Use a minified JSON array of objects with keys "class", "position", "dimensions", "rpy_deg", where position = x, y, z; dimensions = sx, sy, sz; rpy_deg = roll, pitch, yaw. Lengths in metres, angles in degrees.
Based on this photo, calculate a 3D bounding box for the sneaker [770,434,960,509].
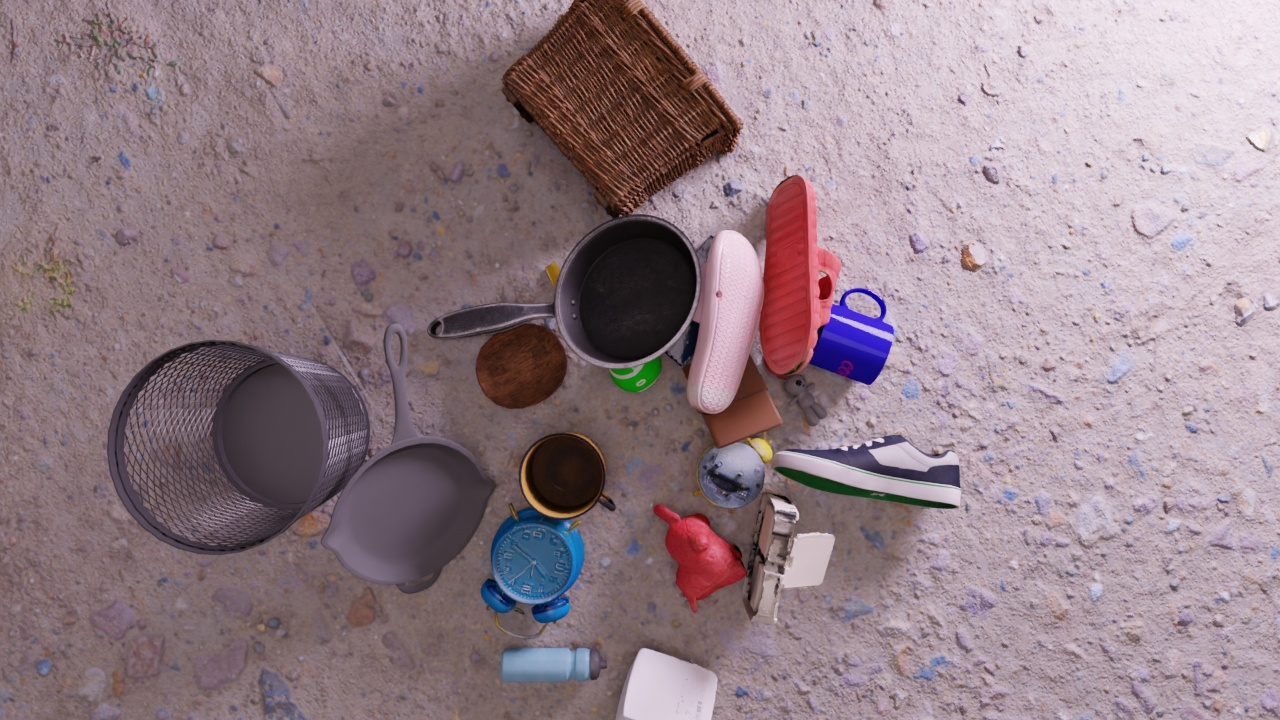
[{"class":"sneaker","position":[0.277,0.125,1.127],"dimensions":[0.235,0.084,0.079],"rpy_deg":[10,75,-4]}]

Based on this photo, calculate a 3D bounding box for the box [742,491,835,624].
[{"class":"box","position":[0.175,0.245,1.067],"dimensions":[0.070,0.186,0.143],"rpy_deg":[10,96,-2]}]

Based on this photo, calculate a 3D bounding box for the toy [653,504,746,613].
[{"class":"toy","position":[0.055,0.237,1.122],"dimensions":[0.133,0.088,0.094],"rpy_deg":[45,100,1]}]

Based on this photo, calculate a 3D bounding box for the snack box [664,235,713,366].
[{"class":"snack box","position":[0.070,-0.074,1.147],"dimensions":[0.082,0.027,0.150],"rpy_deg":[41,90,-2]}]

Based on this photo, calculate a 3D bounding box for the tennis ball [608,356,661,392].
[{"class":"tennis ball","position":[-0.007,0.007,1.126],"dimensions":[0.065,0.065,0.065],"rpy_deg":[0,90,-1]}]

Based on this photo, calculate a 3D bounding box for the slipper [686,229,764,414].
[{"class":"slipper","position":[0.096,-0.045,1.096],"dimensions":[0.056,0.106,0.221],"rpy_deg":[10,90,43]}]

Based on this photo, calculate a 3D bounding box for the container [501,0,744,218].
[{"class":"container","position":[-0.029,-0.301,1.085],"dimensions":[0.183,0.162,0.250],"rpy_deg":[-41,90,4]}]

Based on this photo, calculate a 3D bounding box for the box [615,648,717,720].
[{"class":"box","position":[0.019,0.447,1.130],"dimensions":[0.109,0.137,0.120],"rpy_deg":[18,47,0]}]

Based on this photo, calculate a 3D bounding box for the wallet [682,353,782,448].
[{"class":"wallet","position":[0.112,0.043,1.129],"dimensions":[0.087,0.013,0.121],"rpy_deg":[-21,61,-1]}]

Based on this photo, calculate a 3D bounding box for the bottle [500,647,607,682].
[{"class":"bottle","position":[-0.106,0.377,1.137],"dimensions":[0.130,0.040,0.040],"rpy_deg":[0,90,-1]}]

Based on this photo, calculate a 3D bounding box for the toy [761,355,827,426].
[{"class":"toy","position":[0.194,0.031,1.146],"dimensions":[0.049,0.030,0.111],"rpy_deg":[-36,93,-29]}]

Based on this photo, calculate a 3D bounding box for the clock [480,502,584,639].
[{"class":"clock","position":[-0.132,0.260,1.127],"dimensions":[0.117,0.060,0.161],"rpy_deg":[11,91,-1]}]

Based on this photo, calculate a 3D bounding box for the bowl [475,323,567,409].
[{"class":"bowl","position":[-0.146,0.008,1.143],"dimensions":[0.114,0.026,0.102],"rpy_deg":[-23,85,1]}]

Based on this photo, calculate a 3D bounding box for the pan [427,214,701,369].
[{"class":"pan","position":[-0.093,-0.064,1.100],"dimensions":[0.358,0.055,0.187],"rpy_deg":[-12,72,22]}]

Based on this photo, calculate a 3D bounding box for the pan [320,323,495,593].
[{"class":"pan","position":[-0.275,0.120,1.071],"dimensions":[0.216,0.024,0.355],"rpy_deg":[-15,119,-32]}]

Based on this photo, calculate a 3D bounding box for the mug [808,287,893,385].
[{"class":"mug","position":[0.259,-0.036,1.124],"dimensions":[0.083,0.079,0.111],"rpy_deg":[20,83,-1]}]

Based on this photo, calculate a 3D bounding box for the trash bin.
[{"class":"trash bin","position":[-0.431,0.089,1.040],"dimensions":[0.218,0.227,0.217],"rpy_deg":[0,90,-1]}]

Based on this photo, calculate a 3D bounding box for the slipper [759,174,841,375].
[{"class":"slipper","position":[0.197,-0.102,1.112],"dimensions":[0.059,0.104,0.248],"rpy_deg":[11,75,-29]}]

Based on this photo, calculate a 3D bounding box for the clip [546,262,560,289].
[{"class":"clip","position":[-0.091,-0.100,1.151],"dimensions":[0.049,0.045,0.054],"rpy_deg":[-23,89,-43]}]

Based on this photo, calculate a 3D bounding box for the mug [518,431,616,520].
[{"class":"mug","position":[-0.081,0.143,1.110],"dimensions":[0.124,0.094,0.100],"rpy_deg":[34,89,1]}]

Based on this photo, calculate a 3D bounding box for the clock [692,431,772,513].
[{"class":"clock","position":[0.115,0.127,1.131],"dimensions":[0.083,0.057,0.118],"rpy_deg":[25,90,0]}]
